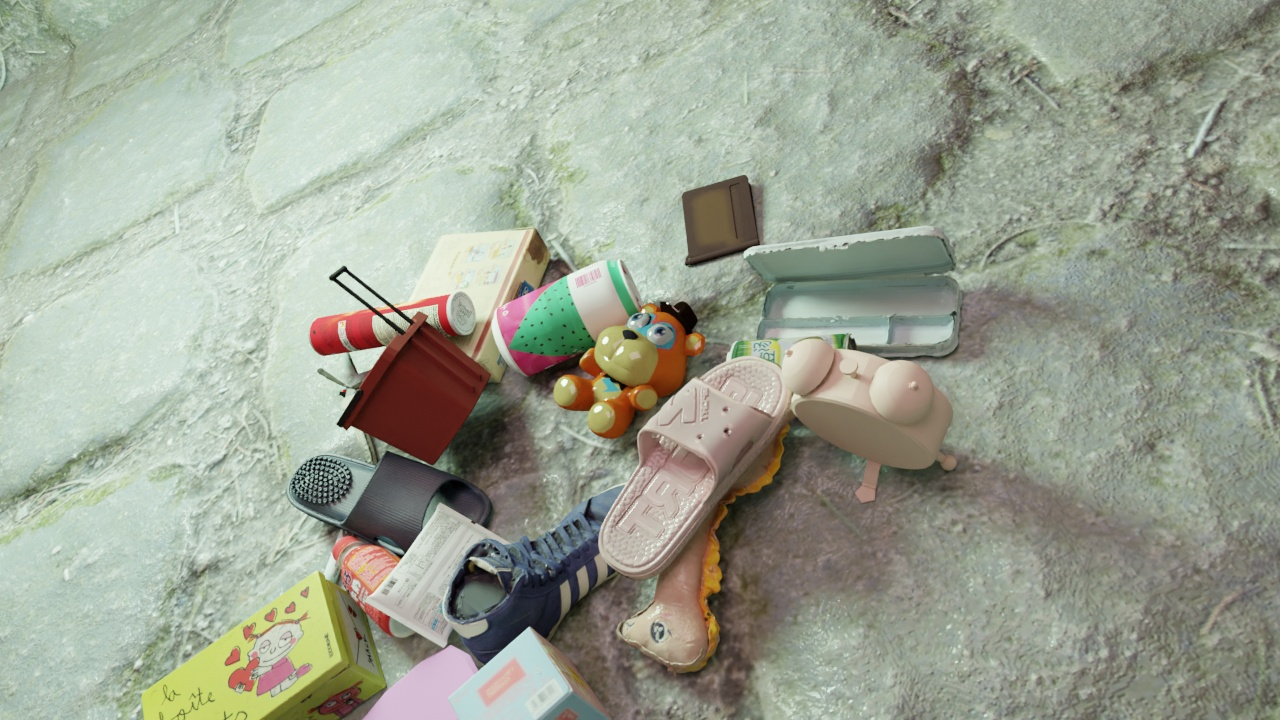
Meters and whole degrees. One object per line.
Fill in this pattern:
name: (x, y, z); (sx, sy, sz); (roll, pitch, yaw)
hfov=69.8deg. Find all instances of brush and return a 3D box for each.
brush: (-0.233, 0.364, 0.843); (0.228, 0.043, 0.089); (-40, 48, -7)

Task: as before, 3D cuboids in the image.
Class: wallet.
wallet: (0.095, -0.171, 1.119); (0.092, 0.018, 0.115); (-14, 52, 16)

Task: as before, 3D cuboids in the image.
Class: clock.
clock: (0.195, 0.051, 0.795); (0.131, 0.160, 0.086); (17, 64, 34)

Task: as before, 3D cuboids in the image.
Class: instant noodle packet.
instant noodle packet: (-0.198, 0.209, 0.913); (0.087, 0.026, 0.133); (29, 45, 4)

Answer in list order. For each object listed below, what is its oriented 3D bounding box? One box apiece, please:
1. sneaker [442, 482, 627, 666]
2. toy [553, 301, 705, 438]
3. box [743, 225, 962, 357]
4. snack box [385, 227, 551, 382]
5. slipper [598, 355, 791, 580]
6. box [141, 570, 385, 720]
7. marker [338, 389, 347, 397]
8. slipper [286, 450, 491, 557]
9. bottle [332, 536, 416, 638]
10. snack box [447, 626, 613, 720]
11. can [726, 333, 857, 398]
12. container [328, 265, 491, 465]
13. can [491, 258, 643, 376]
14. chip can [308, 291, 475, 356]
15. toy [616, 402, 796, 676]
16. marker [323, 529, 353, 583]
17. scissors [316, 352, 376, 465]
sneaker: (-0.090, 0.179, 0.865); (0.232, 0.118, 0.091); (-46, 49, -12)
toy: (-0.005, 0.006, 0.986); (0.175, 0.096, 0.112); (-40, 49, -22)
box: (0.210, -0.057, 0.931); (0.212, 0.130, 0.105); (-4, 66, 31)
snack box: (-0.218, -0.071, 1.167); (0.153, 0.055, 0.206); (1, 56, 28)
slipper: (0.041, 0.085, 0.826); (0.094, 0.064, 0.239); (31, 78, 32)
box: (-0.379, 0.330, 0.918); (0.221, 0.083, 0.124); (-32, 48, -1)
marker: (-0.325, 0.044, 1.156); (0.146, 0.019, 0.019); (1, 55, 27)
slipper: (-0.292, 0.146, 1.005); (0.264, 0.082, 0.101); (9, 60, 22)
bottle: (-0.276, 0.229, 0.959); (0.138, 0.062, 0.062); (26, 69, 40)
snack box: (-0.093, 0.301, 0.788); (0.093, 0.095, 0.079); (-41, 47, -7)
can: (0.152, 0.010, 0.913); (0.121, 0.067, 0.067); (-4, 53, 23)
container: (-0.278, 0.007, 1.010); (0.127, 0.201, 0.148); (-52, 10, 19)
can: (-0.083, -0.050, 1.062); (0.166, 0.088, 0.088); (-24, 48, 8)
chip can: (-0.305, -0.043, 1.117); (0.215, 0.052, 0.051); (-7, 52, 23)
toy: (0.073, 0.150, 0.846); (0.196, 0.065, 0.263); (-13, 51, 23)
marker: (-0.333, 0.191, 1.047); (0.017, 0.017, 0.146); (-5, 53, 23)
scissors: (-0.339, 0.050, 1.138); (0.197, 0.015, 0.179); (-8, 66, 25)
